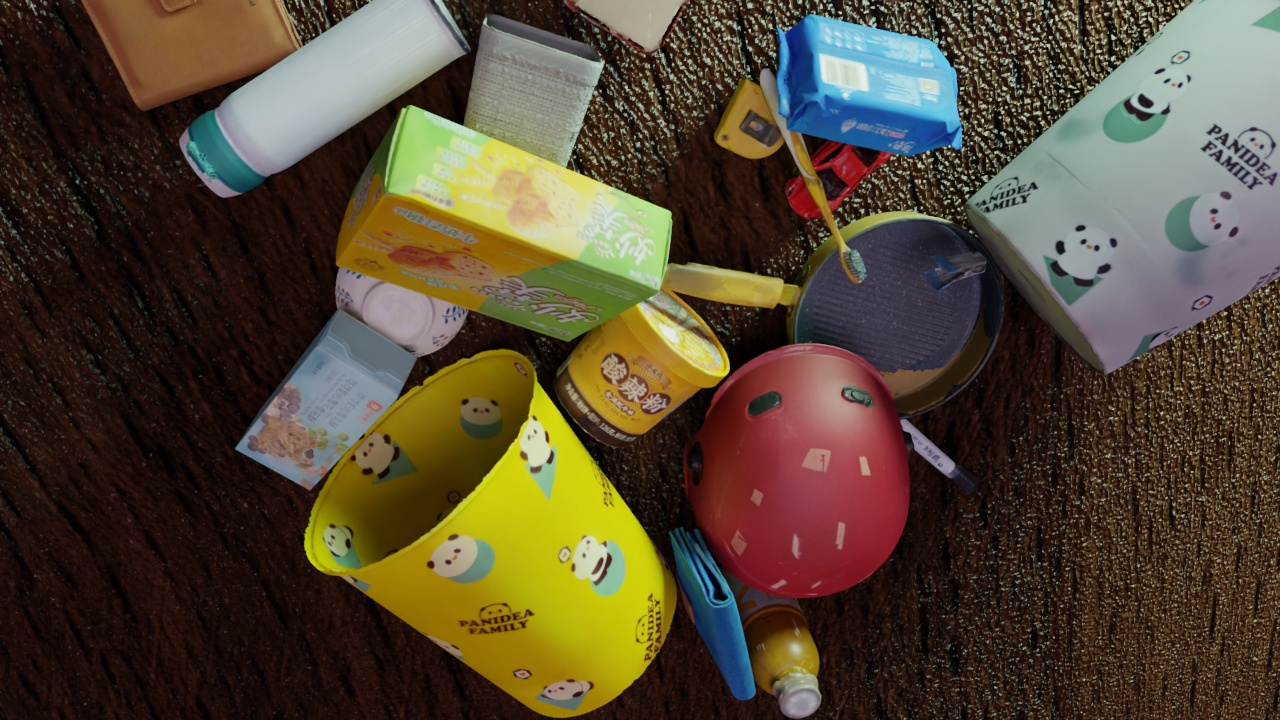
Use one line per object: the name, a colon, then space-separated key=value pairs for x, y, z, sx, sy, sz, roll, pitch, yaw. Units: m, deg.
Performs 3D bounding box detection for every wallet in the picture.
wallet: x=-0.331 y=-0.256 z=0.675 sx=0.132 sy=0.031 sz=0.108 roll=-18 pitch=116 yaw=-1
wallet: x=0.064 y=0.223 z=0.816 sx=0.040 sy=0.106 sz=0.133 roll=-21 pitch=125 yaw=-9

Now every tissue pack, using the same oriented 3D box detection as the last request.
tissue pack: x=0.181 y=-0.214 z=0.729 sx=0.157 sy=0.094 sz=0.052 roll=8 pitch=152 yaw=-10

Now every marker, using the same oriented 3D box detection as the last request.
marker: x=0.294 y=0.092 z=0.920 sx=0.130 sy=0.018 sz=0.022 roll=38 pitch=95 yaw=-21

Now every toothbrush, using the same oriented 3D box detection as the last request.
toothbrush: x=0.141 y=-0.149 z=0.746 sx=0.016 sy=0.018 sz=0.191 roll=-30 pitch=100 yaw=-18

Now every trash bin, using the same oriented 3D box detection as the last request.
trash bin: x=-0.111 y=0.159 z=0.791 sx=0.230 sy=0.229 sz=0.255 roll=-33 pitch=120 yaw=7
trash bin: x=0.421 y=-0.133 z=0.733 sx=0.252 sy=0.229 sz=0.229 roll=-39 pitch=113 yaw=15

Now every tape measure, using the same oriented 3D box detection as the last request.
tape measure: x=0.095 y=-0.196 z=0.759 sx=0.057 sy=0.029 sz=0.060 roll=22 pitch=109 yaw=-17

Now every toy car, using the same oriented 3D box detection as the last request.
toy car: x=0.171 y=-0.165 z=0.783 sx=0.106 sy=0.031 sz=0.049 roll=-43 pitch=111 yaw=13

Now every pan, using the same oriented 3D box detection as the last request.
pan: x=0.157 y=-0.050 z=0.805 sx=0.357 sy=0.078 sz=0.198 roll=13 pitch=111 yaw=-13

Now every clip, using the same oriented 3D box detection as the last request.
clip: x=0.272 y=-0.080 z=0.785 sx=0.058 sy=0.027 sz=0.045 roll=-18 pitch=139 yaw=-20

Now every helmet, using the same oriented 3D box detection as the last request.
helmet: x=0.146 y=0.117 z=0.814 sx=0.207 sy=0.143 sz=0.240 roll=-4 pitch=132 yaw=-2

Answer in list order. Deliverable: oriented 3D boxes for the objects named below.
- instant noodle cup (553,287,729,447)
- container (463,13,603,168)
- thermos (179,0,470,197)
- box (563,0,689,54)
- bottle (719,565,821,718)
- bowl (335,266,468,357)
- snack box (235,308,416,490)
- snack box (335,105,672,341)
instant noodle cup: x=-0.005 y=0.005 z=0.791 sx=0.118 sy=0.118 sz=0.115 roll=38 pitch=112 yaw=-21
container: x=-0.090 y=-0.192 z=0.705 sx=0.090 sy=0.090 sz=0.114 roll=14 pitch=114 yaw=-13
thermos: x=-0.239 y=-0.202 z=0.689 sx=0.224 sy=0.073 sz=0.073 roll=-31 pitch=114 yaw=5
box: x=0.019 y=-0.312 z=0.655 sx=0.091 sy=0.080 sz=0.169 roll=27 pitch=112 yaw=-14
bottle: x=0.124 y=0.256 z=0.873 sx=0.068 sy=0.189 sz=0.068 roll=-4 pitch=116 yaw=-8
bowl: x=-0.200 y=-0.049 z=0.767 sx=0.113 sy=0.062 sz=0.114 roll=-3 pitch=116 yaw=-7
snack box: x=-0.265 y=0.037 z=0.768 sx=0.074 sy=0.051 sz=0.175 roll=35 pitch=129 yaw=-19
snack box: x=-0.105 y=-0.091 z=0.690 sx=0.210 sy=0.158 sz=0.070 roll=19 pitch=69 yaw=-25
